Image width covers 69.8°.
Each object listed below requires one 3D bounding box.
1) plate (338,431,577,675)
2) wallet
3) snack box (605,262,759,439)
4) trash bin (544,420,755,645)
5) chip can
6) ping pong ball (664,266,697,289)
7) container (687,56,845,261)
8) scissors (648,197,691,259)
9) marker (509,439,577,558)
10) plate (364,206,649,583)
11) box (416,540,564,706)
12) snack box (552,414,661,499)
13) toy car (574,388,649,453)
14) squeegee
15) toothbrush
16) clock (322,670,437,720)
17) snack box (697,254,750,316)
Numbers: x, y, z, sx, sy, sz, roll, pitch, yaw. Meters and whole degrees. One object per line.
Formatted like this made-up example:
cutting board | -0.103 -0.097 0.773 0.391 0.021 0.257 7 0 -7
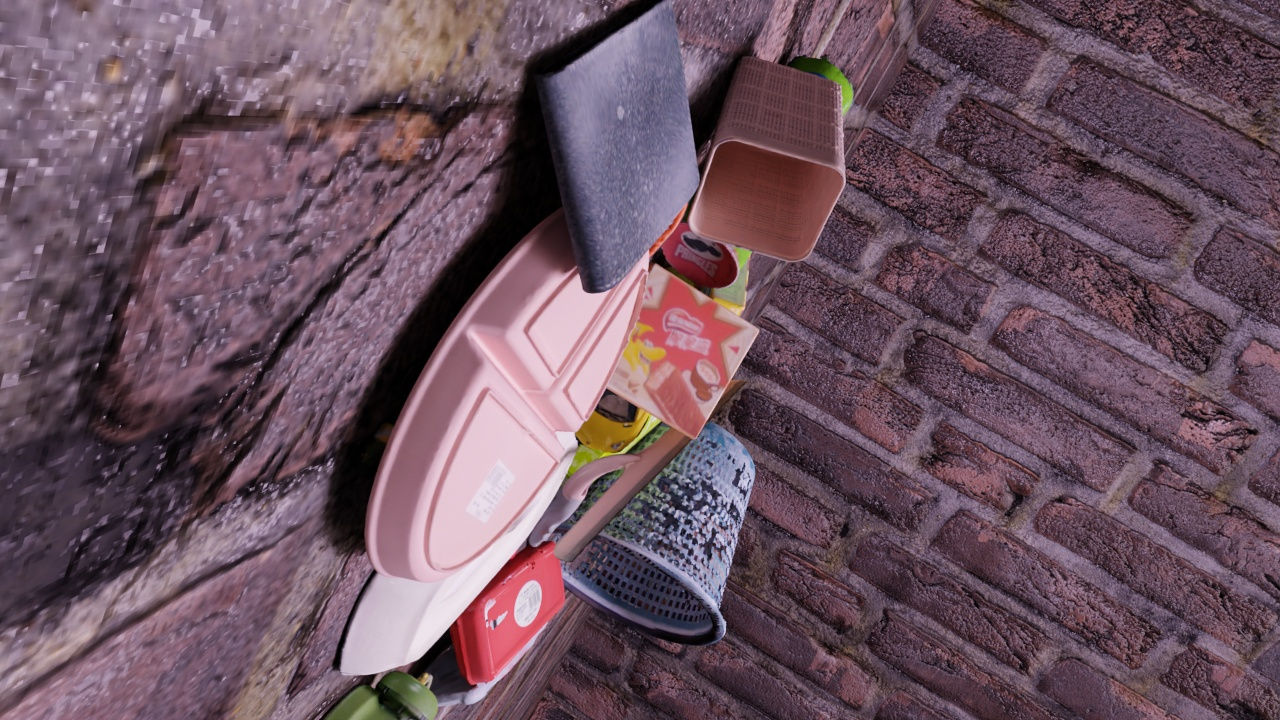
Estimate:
plate | -0.111 0.120 0.645 0.162 0.034 0.265 -63 171 27
wallet | -0.004 -0.100 0.413 0.120 0.019 0.097 -53 142 -47
snack box | 0.017 -0.008 0.680 0.094 0.092 0.077 -59 -169 -2
trash bin | 0.023 0.169 1.009 0.194 0.226 0.227 -60 174 -31
chip can | 0.104 -0.165 0.781 0.235 0.072 0.072 -55 171 -28
ping pong ball | 0.031 -0.064 0.818 0.040 0.040 0.040 -57 172 -13
container | 0.092 -0.147 0.648 0.090 0.090 0.110 108 -4 -52
scissors | -0.032 -0.052 0.566 0.220 0.022 0.234 -46 166 -40
marker | -0.089 0.117 0.833 0.145 0.017 0.017 -61 172 11
plate | -0.058 0.020 0.482 0.229 0.028 0.230 -56 169 -18
box | -0.149 0.242 0.859 0.201 0.100 0.102 -22 104 -75
snack box | -0.025 0.079 0.924 0.156 0.026 0.086 -41 167 -27
toy car | -0.004 0.004 0.743 0.156 0.071 0.041 -58 173 -1
squeegee | -0.051 0.118 0.808 0.246 0.040 0.250 -42 -179 -41
toothbrush | -0.074 -0.024 0.424 0.185 0.017 0.012 -55 173 -16
clock | -0.196 0.281 0.641 0.116 0.056 0.160 -63 172 31
snack box | 0.069 -0.064 0.823 0.140 0.033 0.087 -81 -171 -47
